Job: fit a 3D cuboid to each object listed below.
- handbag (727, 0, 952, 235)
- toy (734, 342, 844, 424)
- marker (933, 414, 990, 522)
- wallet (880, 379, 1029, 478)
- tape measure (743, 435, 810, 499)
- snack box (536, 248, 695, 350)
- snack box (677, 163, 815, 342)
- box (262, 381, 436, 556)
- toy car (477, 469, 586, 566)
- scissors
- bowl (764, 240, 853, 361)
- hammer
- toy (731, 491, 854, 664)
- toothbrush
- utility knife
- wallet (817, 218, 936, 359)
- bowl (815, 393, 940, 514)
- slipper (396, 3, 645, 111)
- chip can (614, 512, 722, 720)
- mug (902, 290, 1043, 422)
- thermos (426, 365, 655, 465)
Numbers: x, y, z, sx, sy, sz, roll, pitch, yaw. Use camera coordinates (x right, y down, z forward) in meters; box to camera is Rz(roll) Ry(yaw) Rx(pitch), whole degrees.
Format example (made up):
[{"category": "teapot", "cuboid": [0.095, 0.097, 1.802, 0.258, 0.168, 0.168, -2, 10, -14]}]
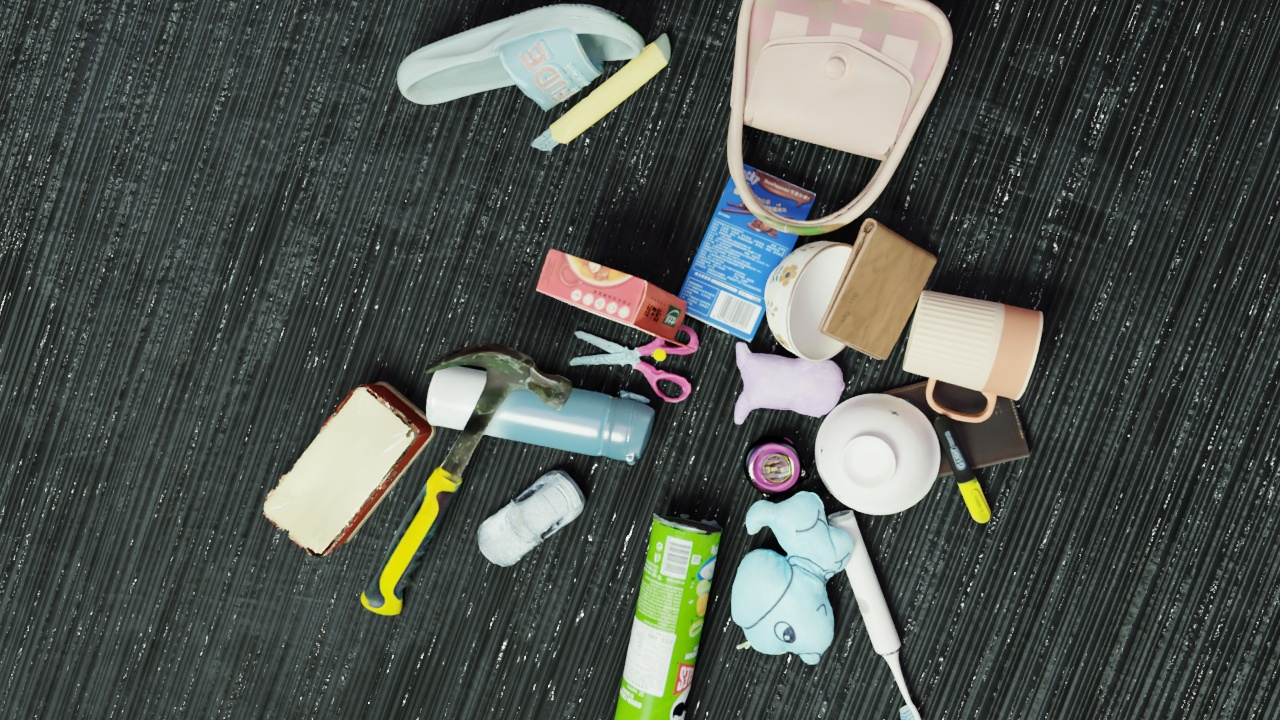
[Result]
[{"category": "handbag", "cuboid": [0.168, -0.231, 0.860, 0.193, 0.093, 0.234, 16, 91, 6]}, {"category": "toy", "cuboid": [0.145, 0.026, 0.895, 0.108, 0.039, 0.084, 3, 106, 1]}, {"category": "marker", "cuboid": [0.306, 0.104, 0.872, 0.018, 0.015, 0.124, -27, 108, 5]}, {"category": "wallet", "cuboid": [0.304, 0.061, 0.891, 0.122, 0.020, 0.096, -15, 89, 4]}, {"category": "tape measure", "cuboid": [0.130, 0.102, 0.898, 0.057, 0.039, 0.058, -35, 93, 7]}, {"category": "snack box", "cuboid": [-0.014, -0.057, 0.857, 0.127, 0.113, 0.044, 22, 92, 22]}, {"category": "snack box", "cuboid": [0.102, -0.106, 0.902, 0.084, 0.026, 0.157, 24, 93, 6]}, {"category": "box", "cuboid": [-0.295, 0.107, 0.919, 0.091, 0.079, 0.168, 39, 94, 3]}, {"category": "toy car", "cuboid": [-0.111, 0.160, 0.925, 0.121, 0.036, 0.054, -38, 88, 8]}, {"category": "scissors", "cuboid": [-0.007, 0.006, 0.923, 0.137, 0.017, 0.096, -6, 97, 10]}, {"category": "bowl", "cuboid": [0.159, -0.061, 0.871, 0.062, 0.113, 0.113, 25, 94, 48]}, {"category": "hammer", "cuboid": [-0.194, 0.121, 0.887, 0.126, 0.031, 0.324, 28, 111, -9]}, {"category": "toy", "cuboid": [0.142, 0.216, 0.889, 0.156, 0.049, 0.161, -40, 90, 13]}, {"category": "toothbrush", "cuboid": [0.232, 0.254, 0.896, 0.026, 0.027, 0.221, -20, 89, -16]}, {"category": "utility knife", "cuboid": [-0.038, -0.264, 0.919, 0.173, 0.019, 0.031, -35, 83, 4]}, {"category": "wallet", "cuboid": [0.224, -0.064, 0.866, 0.101, 0.020, 0.115, 18, 97, -37]}, {"category": "bowl", "cuboid": [0.217, 0.092, 0.861, 0.118, 0.064, 0.118, 1, 94, 21]}, {"category": "slipper", "cuboid": [-0.116, -0.281, 0.887, 0.246, 0.104, 0.074, -11, 87, 10]}, {"category": "chip can", "cuboid": [0.024, 0.269, 0.893, 0.072, 0.072, 0.236, 11, 92, 5]}, {"category": "mug", "cuboid": [0.303, -0.002, 0.855, 0.106, 0.081, 0.115, 14, 103, 13]}, {"category": "thermos", "cuboid": [-0.097, 0.051, 0.908, 0.220, 0.070, 0.070, 10, 92, 5]}]
